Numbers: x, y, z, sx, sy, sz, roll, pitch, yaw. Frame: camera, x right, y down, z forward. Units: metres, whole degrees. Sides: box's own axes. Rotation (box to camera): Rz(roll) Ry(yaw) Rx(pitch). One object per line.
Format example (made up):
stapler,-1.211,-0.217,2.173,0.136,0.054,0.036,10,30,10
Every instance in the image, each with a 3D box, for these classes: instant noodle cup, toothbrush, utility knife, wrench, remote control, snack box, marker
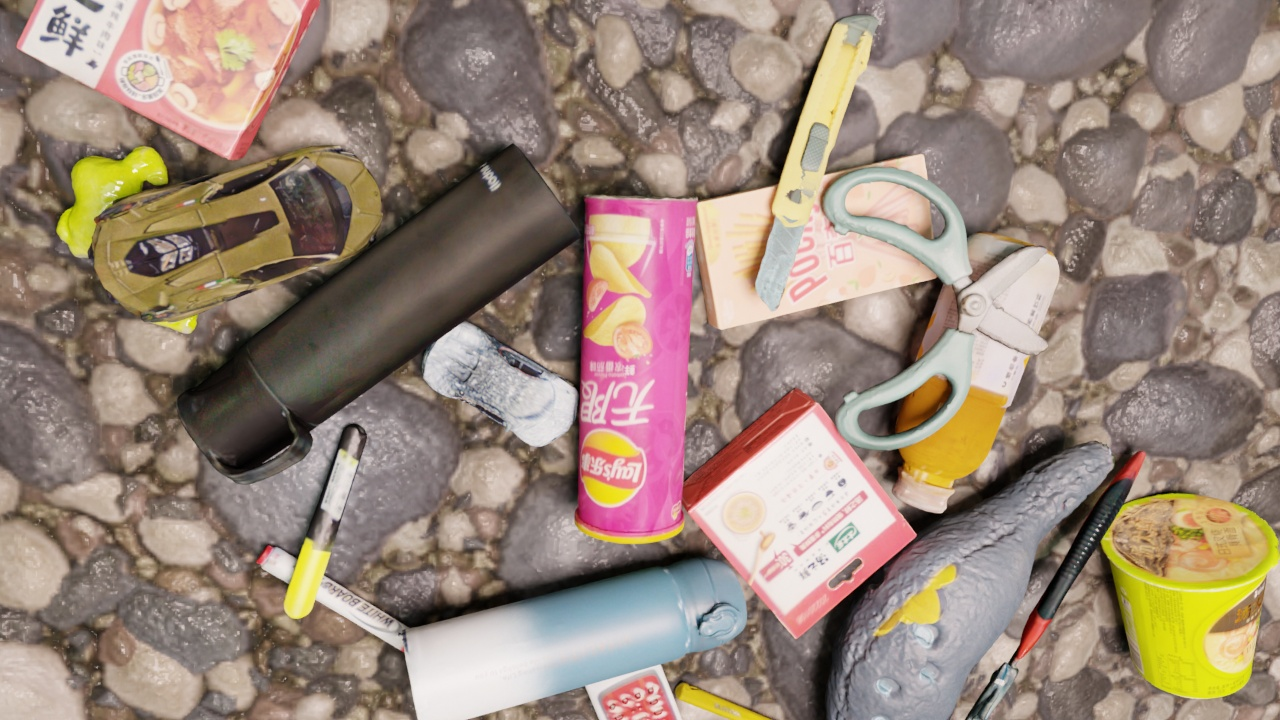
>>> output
instant noodle cup,0.411,0.181,0.688,0.111,0.111,0.123,-20,114,-7
toothbrush,0.111,0.275,0.687,0.190,0.016,0.016,26,91,-16
utility knife,0.108,-0.128,0.576,0.031,0.021,0.204,19,88,-2
wrench,0.294,0.171,0.658,0.016,0.056,0.272,33,70,22
remote control,0.002,0.260,0.658,0.056,0.020,0.136,-21,106,-6
snack box,-0.243,-0.191,0.491,0.113,0.044,0.127,27,95,-16
marker,-0.196,0.099,0.573,0.018,0.015,0.124,19,86,-20
snack box,0.107,0.105,0.632,0.113,0.044,0.127,-39,106,-2
marker,-0.184,0.164,0.598,0.145,0.017,0.017,38,92,-17
snack box,0.115,-0.078,0.602,0.157,0.026,0.084,-14,104,-9

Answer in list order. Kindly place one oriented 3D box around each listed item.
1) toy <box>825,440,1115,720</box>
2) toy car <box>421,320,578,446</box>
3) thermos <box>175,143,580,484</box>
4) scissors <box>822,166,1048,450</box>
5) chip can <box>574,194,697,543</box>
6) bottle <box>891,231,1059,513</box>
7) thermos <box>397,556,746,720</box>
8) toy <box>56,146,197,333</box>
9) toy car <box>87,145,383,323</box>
toy,0.209,0.195,0.649,0.137,0.091,0.356,29,94,-29
toy car,-0.086,0.016,0.579,0.105,0.031,0.049,31,95,-17
thermos,-0.145,-0.021,0.530,0.242,0.090,0.068,-38,143,-2
scissors,0.165,-0.028,0.582,0.171,0.019,0.170,36,100,-1
chip can,-0.003,0.003,0.572,0.071,0.071,0.211,0,102,-12
bottle,0.220,0.010,0.623,0.068,0.068,0.189,15,99,-15
thermos,-0.040,0.179,0.597,0.220,0.070,0.070,-11,104,-14
toy,-0.274,-0.069,0.520,0.100,0.031,0.097,17,96,-15
toy car,-0.216,-0.074,0.506,0.157,0.042,0.070,-28,109,-30
